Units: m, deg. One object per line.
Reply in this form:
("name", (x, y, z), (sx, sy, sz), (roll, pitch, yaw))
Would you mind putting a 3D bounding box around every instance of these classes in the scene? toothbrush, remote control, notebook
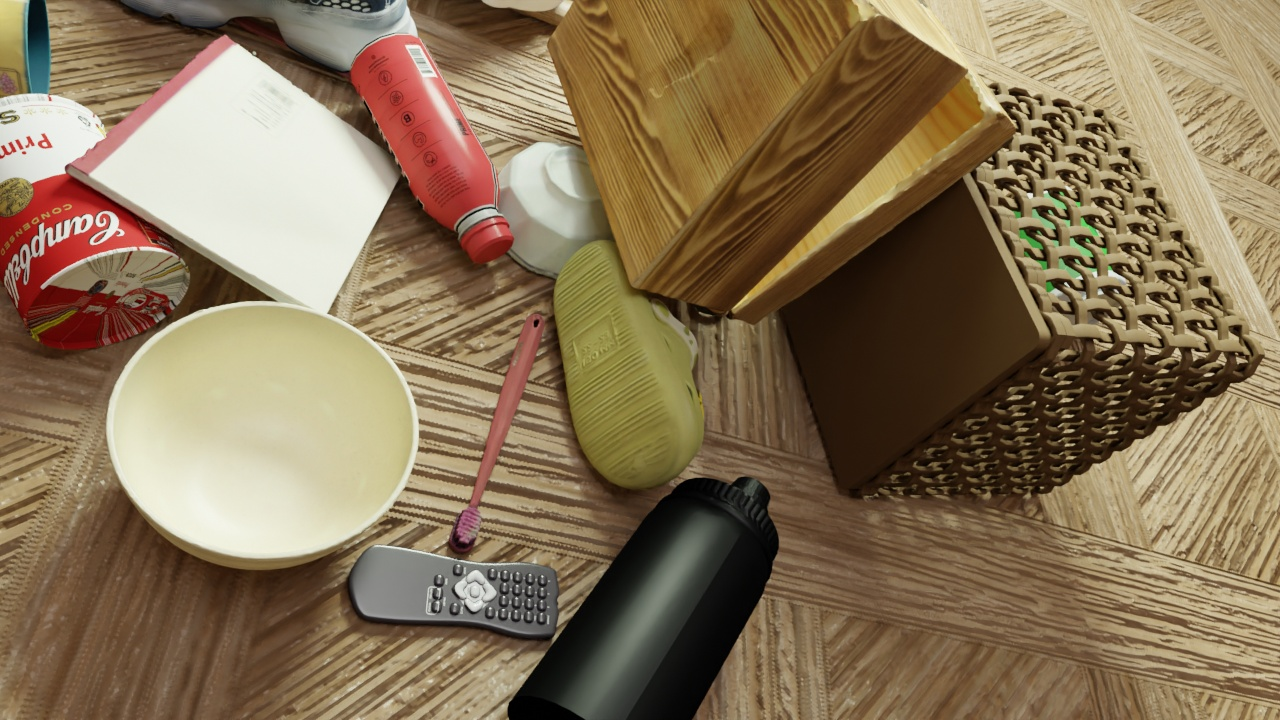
("toothbrush", (-0.232, -0.229, 0.723), (0.184, 0.016, 0.015), (25, 47, -8))
("remote control", (-0.106, 0.135, 0.535), (0.124, 0.009, 0.046), (12, 53, -20))
("notebook", (-0.239, -0.124, 0.587), (0.153, 0.012, 0.208), (35, 31, -22))
("toothbrush", (-0.091, 0.040, 0.605), (0.016, 0.017, 0.189), (22, 50, -11))

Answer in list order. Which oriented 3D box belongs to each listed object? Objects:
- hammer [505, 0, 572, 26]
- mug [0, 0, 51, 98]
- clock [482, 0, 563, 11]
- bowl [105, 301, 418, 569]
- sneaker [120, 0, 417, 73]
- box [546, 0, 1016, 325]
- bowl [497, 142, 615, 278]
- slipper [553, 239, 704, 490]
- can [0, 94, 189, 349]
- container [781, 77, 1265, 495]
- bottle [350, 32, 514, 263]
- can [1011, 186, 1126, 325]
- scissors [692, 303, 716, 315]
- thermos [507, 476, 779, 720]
("hammer", (-0.156, -0.349, 0.836), (0.305, 0.040, 0.132), (17, 48, -18))
("mug", (-0.417, -0.200, 0.540), (0.107, 0.114, 0.083), (3, 79, -24))
("clock", (-0.113, -0.373, 0.805), (0.125, 0.073, 0.160), (39, 42, 5))
("bowl", (-0.204, 0.050, 0.500), (0.150, 0.076, 0.150), (14, 53, -20))
("sneaker", (-0.291, -0.314, 0.667), (0.269, 0.133, 0.103), (15, 51, -11))
("box", (0.074, -0.202, 0.661), (0.167, 0.246, 0.278), (14, 45, -40))
("bowl", (-0.057, -0.125, 0.711), (0.117, 0.061, 0.117), (14, 53, -20))
("slipper", (-0.004, 0.004, 0.644), (0.081, 0.092, 0.190), (17, 46, -49))
("can", (-0.324, -0.078, 0.519), (0.086, 0.087, 0.116), (-25, 72, -38))
("container", (0.267, -0.051, 0.723), (0.213, 0.220, 0.251), (3, 56, -26))
("bottle", (-0.148, -0.153, 0.676), (0.062, 0.062, 0.176), (-22, 77, -37))
("can", (0.422, -0.105, 0.932), (0.087, 0.088, 0.139), (2, 57, -27))
("scissors", (0.049, -0.101, 0.783), (0.162, 0.013, 0.154), (-22, 71, -38))
("thermos", (0.015, 0.148, 0.539), (0.086, 0.086, 0.198), (39, 49, 2))
